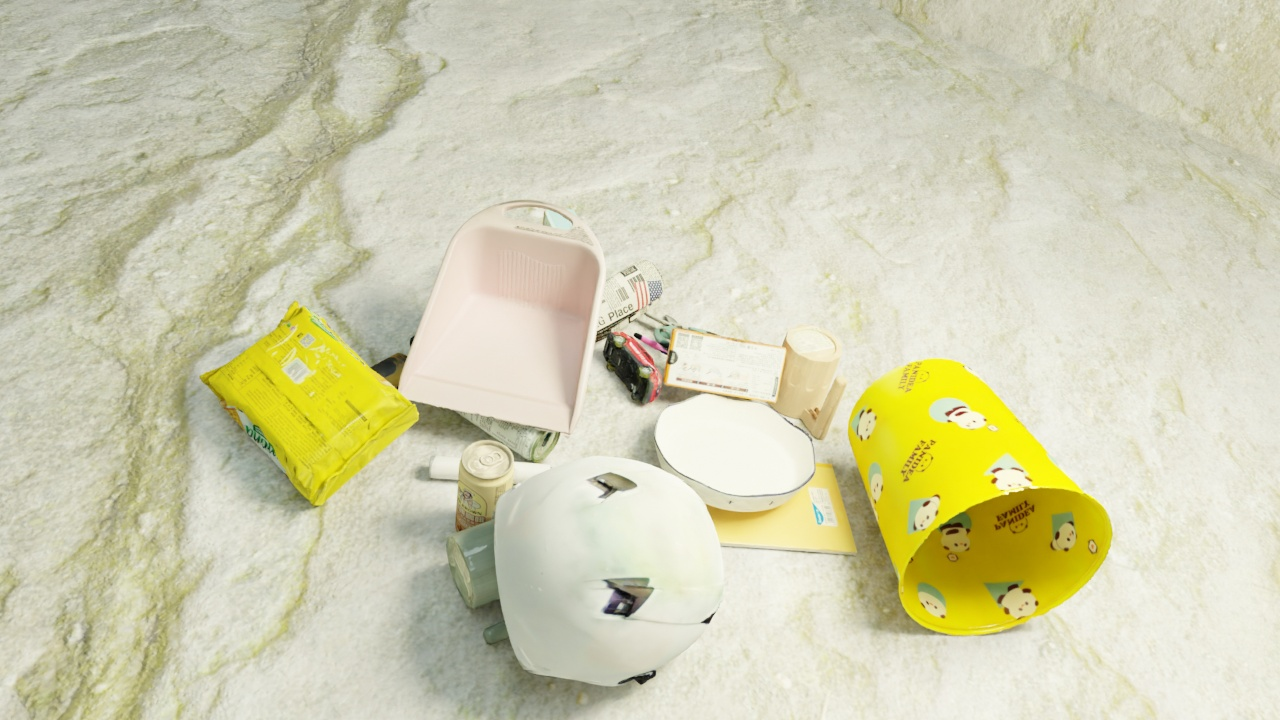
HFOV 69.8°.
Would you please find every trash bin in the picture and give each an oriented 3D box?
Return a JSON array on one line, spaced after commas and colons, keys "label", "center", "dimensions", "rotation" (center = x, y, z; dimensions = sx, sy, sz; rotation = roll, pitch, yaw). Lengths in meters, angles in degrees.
[{"label": "trash bin", "center": [0.369, 0.143, 1.068], "dimensions": [0.229, 0.230, 0.254], "rotation": [3, 36, -12]}]

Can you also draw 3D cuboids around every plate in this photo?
[{"label": "plate", "center": [0.114, 0.116, 1.139], "dimensions": [0.205, 0.046, 0.204], "rotation": [9, 31, -5]}]

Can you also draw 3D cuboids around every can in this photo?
[{"label": "can", "center": [-0.171, 0.066, 1.132], "dimensions": [0.147, 0.058, 0.058], "rotation": [30, 43, 20]}, {"label": "can", "center": [-0.169, 0.145, 0.995], "dimensions": [0.058, 0.116, 0.058], "rotation": [7, 40, -6]}]

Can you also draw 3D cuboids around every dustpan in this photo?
[{"label": "dustpan", "center": [-0.159, -0.066, 1.124], "dimensions": [0.222, 0.139, 0.272], "rotation": [10, 44, 1]}]

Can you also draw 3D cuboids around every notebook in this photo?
[{"label": "notebook", "center": [0.152, 0.173, 1.129], "dimensions": [0.206, 0.010, 0.145], "rotation": [5, 40, -9]}]

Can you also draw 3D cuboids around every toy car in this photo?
[{"label": "toy car", "center": [-0.007, 0.007, 1.246], "dimensions": [0.045, 0.053, 0.120], "rotation": [-9, 43, -30]}]

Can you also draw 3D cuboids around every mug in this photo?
[{"label": "mug", "center": [0.231, 0.028, 1.246], "dimensions": [0.084, 0.104, 0.124], "rotation": [-7, 44, -22]}, {"label": "mug", "center": [-0.133, 0.222, 0.956], "dimensions": [0.103, 0.084, 0.124], "rotation": [-15, 72, -28]}]

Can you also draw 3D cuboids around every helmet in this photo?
[{"label": "helmet", "center": [-0.008, 0.191, 0.896], "dimensions": [0.258, 0.146, 0.228], "rotation": [12, 58, -36]}]

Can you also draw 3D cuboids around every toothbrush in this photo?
[{"label": "toothbrush", "center": [-0.138, 0.134, 1.087], "dimensions": [0.221, 0.026, 0.026], "rotation": [6, -1, -9]}, {"label": "toothbrush", "center": [0.075, 0.006, 1.273], "dimensions": [0.189, 0.014, 0.017], "rotation": [28, 30, -1]}]

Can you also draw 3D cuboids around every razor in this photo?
[{"label": "razor", "center": [-0.322, 0.020, 1.147], "dimensions": [0.167, 0.068, 0.062], "rotation": [-31, 56, -32]}]

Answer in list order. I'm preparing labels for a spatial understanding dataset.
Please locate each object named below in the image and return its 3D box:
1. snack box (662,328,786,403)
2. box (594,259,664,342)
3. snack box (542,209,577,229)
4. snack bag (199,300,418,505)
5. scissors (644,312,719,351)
[{"label": "snack box", "center": [0.111, 0.007, 1.213], "dimensions": [0.153, 0.075, 0.026], "rotation": [10, 7, -2]}, {"label": "box", "center": [-0.035, -0.088, 1.312], "dimensions": [0.162, 0.088, 0.076], "rotation": [-31, 49, -30]}, {"label": "snack box", "center": [-0.106, -0.153, 1.390], "dimensions": [0.051, 0.074, 0.174], "rotation": [-6, 44, -20]}, {"label": "snack bag", "center": [-0.384, 0.040, 1.062], "dimensions": [0.246, 0.068, 0.157], "rotation": [37, 69, 26]}, {"label": "scissors", "center": [0.069, -0.029, 1.299], "dimensions": [0.170, 0.019, 0.180], "rotation": [25, 20, 14]}]
